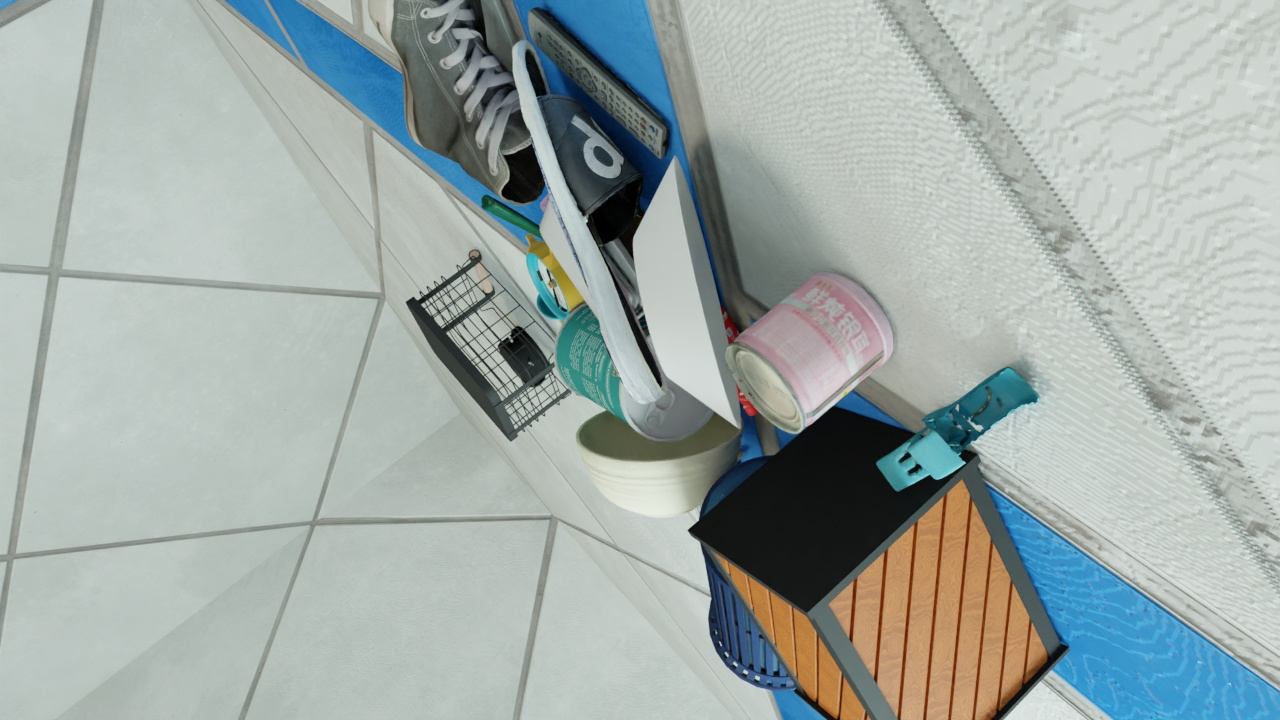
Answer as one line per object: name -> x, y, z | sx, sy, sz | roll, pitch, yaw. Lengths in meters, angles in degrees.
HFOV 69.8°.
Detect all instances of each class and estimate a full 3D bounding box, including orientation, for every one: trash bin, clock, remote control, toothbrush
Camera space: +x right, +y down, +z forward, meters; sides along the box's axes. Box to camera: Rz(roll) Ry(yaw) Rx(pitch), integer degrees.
trash bin -> 0.157, 0.153, 0.613 | 0.172, 0.139, 0.140 | 58, 164, -22
trash bin -> 0.123, 0.193, 0.821 | 0.139, 0.139, 0.250 | 43, 162, 30
clock -> -0.186, -0.002, 1.463 | 0.091, 0.042, 0.121 | 50, 165, 7
remote control -> -0.029, -0.187, 0.615 | 0.136, 0.013, 0.033 | 47, 164, 17
clock -> -0.087, -0.074, 1.004 | 0.099, 0.043, 0.130 | 32, 149, 52
toothbrush -> -0.085, -0.107, 0.812 | 0.016, 0.017, 0.189 | 38, -174, 25

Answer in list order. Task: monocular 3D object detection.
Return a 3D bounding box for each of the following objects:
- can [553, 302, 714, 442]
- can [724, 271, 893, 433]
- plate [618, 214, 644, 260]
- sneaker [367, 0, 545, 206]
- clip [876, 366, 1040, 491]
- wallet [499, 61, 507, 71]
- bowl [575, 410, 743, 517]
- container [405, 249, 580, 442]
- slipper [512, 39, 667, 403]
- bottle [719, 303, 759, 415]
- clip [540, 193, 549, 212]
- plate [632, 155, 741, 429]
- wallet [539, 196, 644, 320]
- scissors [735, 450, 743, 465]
can -> -0.005, 0.005, 0.828 | 0.144, 0.099, 0.099 | 26, 151, 59
can -> 0.099, -0.005, 0.538 | 0.067, 0.076, 0.067 | 48, 165, 17
plate -> -0.021, -0.100, 0.774 | 0.131, 0.025, 0.131 | 47, 165, 17
sneaker -> -0.122, -0.217, 0.683 | 0.120, 0.095, 0.235 | 37, 152, 15
clip -> 0.178, 0.028, 0.489 | 0.030, 0.120, 0.130 | 46, -173, 11
wallet -> -0.153, -0.264, 0.807 | 0.121, 0.013, 0.087 | 46, 164, 14
bowl -> 0.020, 0.094, 0.832 | 0.151, 0.150, 0.075 | 25, 126, 60
container -> -0.205, -0.021, 1.305 | 0.241, 0.130, 0.163 | 45, 164, 23
slipper -> -0.022, -0.100, 0.644 | 0.111, 0.063, 0.263 | 15, -123, -83
bottle -> 0.056, -0.015, 0.711 | 0.141, 0.042, 0.042 | 57, 165, -20
clip -> -0.071, -0.151, 0.818 | 0.013, 0.029, 0.050 | 50, 154, 0
plate -> 0.026, -0.038, 0.578 | 0.174, 0.036, 0.174 | -12, -91, -81
wallet -> -0.041, -0.078, 0.758 | 0.118, 0.037, 0.115 | 55, 165, 0
scissors -> 0.072, 0.097, 0.984 | 0.201, 0.015, 0.206 | 48, 164, 21
